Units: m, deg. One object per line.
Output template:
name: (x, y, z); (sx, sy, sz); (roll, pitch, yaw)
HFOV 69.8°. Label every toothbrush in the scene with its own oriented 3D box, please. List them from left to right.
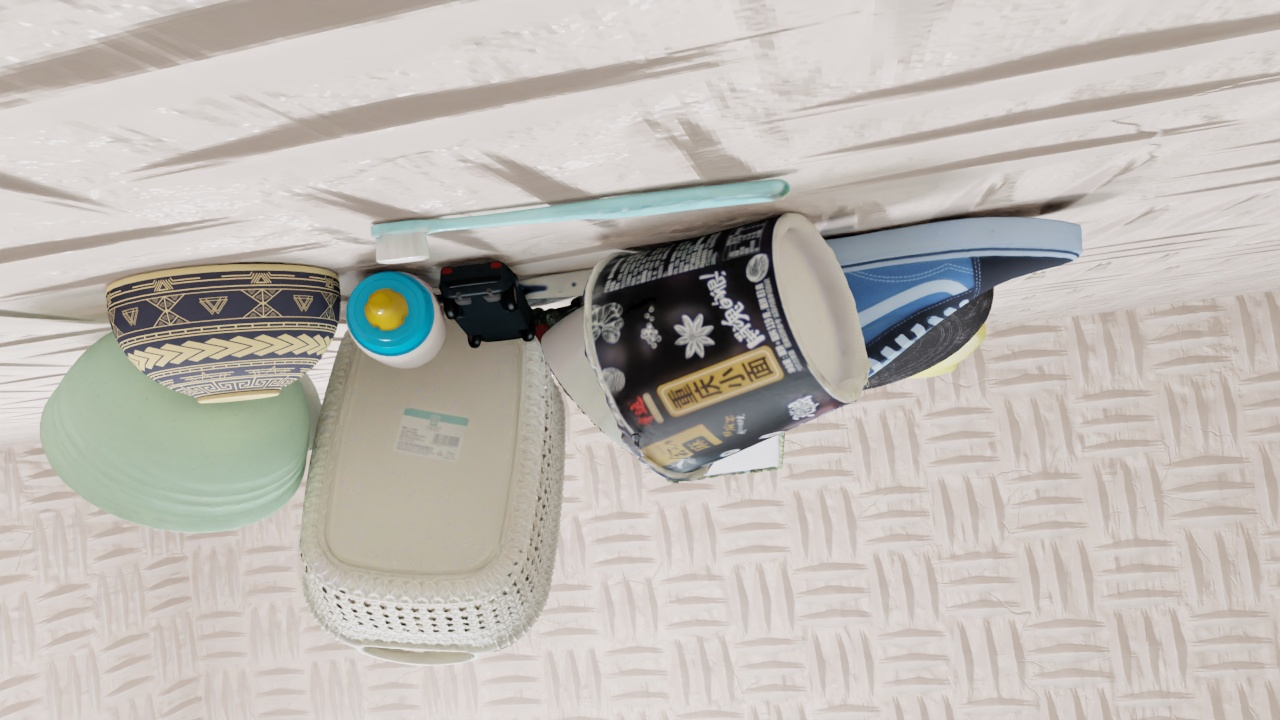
toothbrush: (-0.090, -0.044, 0.594); (0.189, 0.016, 0.017); (-6, -172, 0)
toothbrush: (-0.025, -0.061, 0.393); (0.180, 0.016, 0.016); (-8, 177, 0)

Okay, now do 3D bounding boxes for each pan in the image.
pan: (0.104, -0.015, 0.706); (0.356, 0.040, 0.208); (-6, 154, -11)

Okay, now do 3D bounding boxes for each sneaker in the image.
sneaker: (0.159, -0.032, 0.594); (0.241, 0.098, 0.083); (-8, 178, 9)

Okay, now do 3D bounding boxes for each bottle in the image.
bottle: (-0.136, -0.023, 0.511); (0.051, 0.051, 0.146); (-7, 177, -9)

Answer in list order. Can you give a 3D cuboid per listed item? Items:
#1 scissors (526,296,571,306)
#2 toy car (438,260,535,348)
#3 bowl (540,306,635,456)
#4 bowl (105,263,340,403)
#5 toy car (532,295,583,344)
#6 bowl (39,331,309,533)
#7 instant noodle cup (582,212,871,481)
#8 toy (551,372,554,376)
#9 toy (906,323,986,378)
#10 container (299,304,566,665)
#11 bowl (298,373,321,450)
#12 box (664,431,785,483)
scissors: (-0.101, -0.038, 0.684); (0.171, 0.014, 0.094); (-12, -177, 43)
toy car: (-0.090, -0.035, 0.550); (0.046, 0.034, 0.112); (-7, 167, 0)
bowl: (-0.004, 0.004, 0.609); (0.066, 0.116, 0.116); (-43, 169, 12)
bowl: (-0.215, -0.010, 0.484); (0.112, 0.061, 0.112); (-7, 177, 0)
toy car: (-0.073, -0.027, 0.727); (0.091, 0.036, 0.042); (-3, -162, 43)
bowl: (-0.267, 0.024, 0.553); (0.150, 0.151, 0.077); (-4, 134, -51)
instant noodle cup: (0.052, -0.013, 0.502); (0.112, 0.137, 0.137); (-20, 171, 32)
toy: (-0.084, -0.001, 0.987); (0.110, 0.047, 0.063); (-33, -159, 25)
toy: (0.244, -0.022, 0.871); (0.154, 0.064, 0.171); (26, 155, -37)
container: (-0.144, 0.079, 0.650); (0.184, 0.245, 0.143); (4, 154, -6)
bowl: (-0.315, 0.026, 0.687); (0.153, 0.073, 0.153); (5, -172, -1)
box: (0.064, 0.064, 0.785); (0.118, 0.049, 0.205); (-8, 163, 8)
